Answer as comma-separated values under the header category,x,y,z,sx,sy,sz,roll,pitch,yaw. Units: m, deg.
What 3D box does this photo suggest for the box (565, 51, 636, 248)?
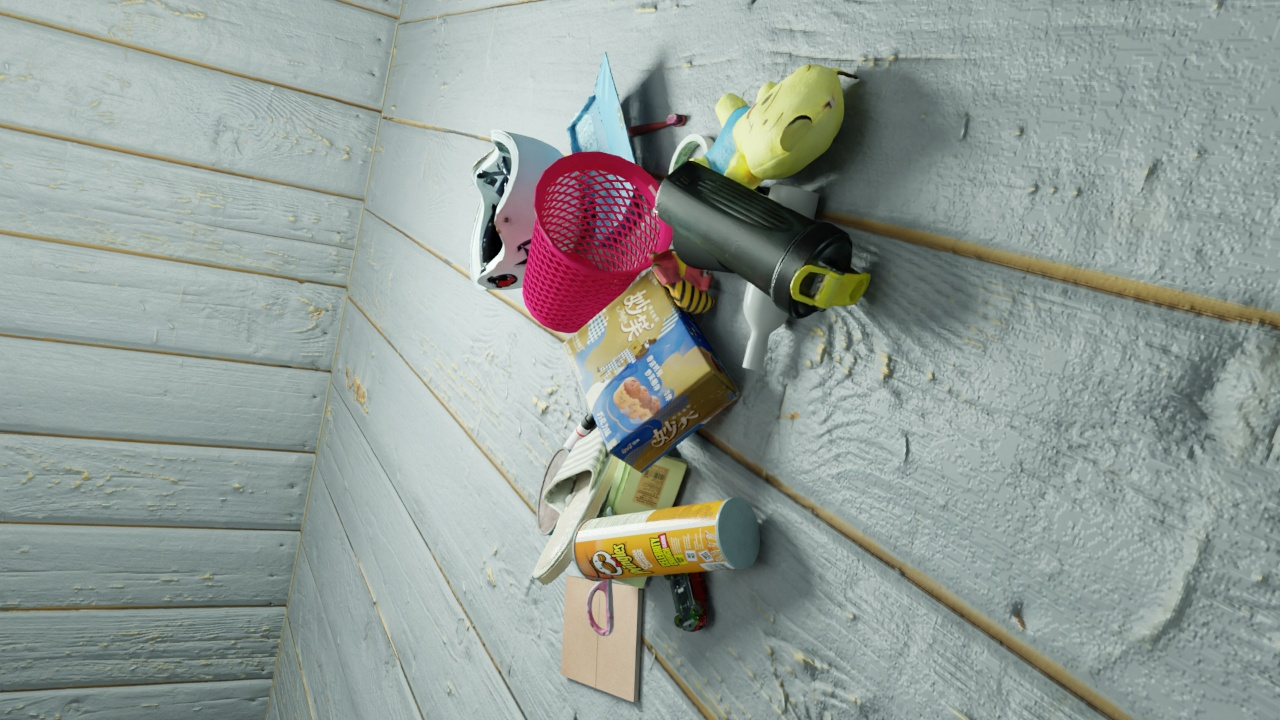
category,x,y,z,sx,sy,sz,roll,pitch,yaw
box,-0.044,-0.304,1.341,0.177,0.047,0.231,131,132,-55

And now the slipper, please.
category,x,y,z,sx,sy,sz,roll,pitch,yaw
slipper,-0.081,0.169,1.188,0.115,0.054,0.271,-36,23,38

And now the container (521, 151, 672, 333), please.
category,x,y,z,sx,sy,sz,roll,pitch,yaw
container,-0.078,-0.142,1.254,0.226,0.183,0.183,127,141,-59

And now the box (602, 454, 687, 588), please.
category,x,y,z,sx,sy,sz,roll,pitch,yaw
box,-0.010,0.188,1.158,0.090,0.077,0.188,45,123,53

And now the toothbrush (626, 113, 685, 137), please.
category,x,y,z,sx,sy,sz,roll,pitch,yaw
toothbrush,0.008,-0.332,1.306,0.190,0.016,0.016,12,94,60

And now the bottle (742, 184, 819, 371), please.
category,x,y,z,sx,sy,sz,roll,pitch,yaw
bottle,0.142,-0.086,0.979,0.052,0.052,0.195,26,105,59

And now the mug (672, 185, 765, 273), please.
category,x,y,z,sx,sy,sz,roll,pitch,yaw
mug,0.101,-0.156,1.058,0.113,0.078,0.088,-56,29,-9

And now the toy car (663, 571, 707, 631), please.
category,x,y,z,sx,sy,sz,roll,pitch,yaw
toy car,0.055,0.267,1.060,0.042,0.036,0.091,-44,46,46

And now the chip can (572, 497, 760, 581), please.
category,x,y,z,sx,sy,sz,roll,pitch,yaw
chip can,0.025,0.204,1.031,0.216,0.075,0.075,-16,68,40

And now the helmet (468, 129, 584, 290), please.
category,x,y,z,sx,sy,sz,roll,pitch,yaw
helmet,-0.181,-0.224,1.462,0.265,0.163,0.236,122,147,-46

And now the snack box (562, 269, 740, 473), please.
category,x,y,z,sx,sy,sz,roll,pitch,yaw
snack box,0.007,0.010,1.114,0.155,0.069,0.202,-39,44,12

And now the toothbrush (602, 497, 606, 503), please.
category,x,y,z,sx,sy,sz,roll,pitch,yaw
toothbrush,-0.096,0.239,1.350,0.181,0.016,0.016,-51,39,43

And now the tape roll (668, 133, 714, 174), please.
category,x,y,z,sx,sy,sz,roll,pitch,yaw
tape roll,0.067,-0.243,1.182,0.094,0.018,0.093,-20,67,57

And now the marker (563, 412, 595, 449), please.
category,x,y,z,sx,sy,sz,roll,pitch,yaw
marker,-0.096,0.117,1.374,0.146,0.019,0.019,-53,40,40

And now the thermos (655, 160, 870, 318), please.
category,x,y,z,sx,sy,sz,roll,pitch,yaw
thermos,0.115,-0.121,0.911,0.221,0.098,0.098,37,118,29

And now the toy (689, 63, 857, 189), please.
category,x,y,z,sx,sy,sz,roll,pitch,yaw
toy,0.140,-0.241,0.977,0.214,0.084,0.148,-9,50,59

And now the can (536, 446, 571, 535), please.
category,x,y,z,sx,sy,sz,roll,pitch,yaw
can,-0.106,0.192,1.324,0.130,0.044,0.130,-165,91,-70

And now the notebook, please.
category,x,y,z,sx,sy,sz,roll,pitch,yaw
notebook,-0.056,0.373,1.254,0.210,0.008,0.141,-14,71,58

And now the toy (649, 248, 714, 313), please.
category,x,y,z,sx,sy,sz,roll,pitch,yaw
toy,0.051,-0.102,1.116,0.046,0.084,0.103,-49,55,35

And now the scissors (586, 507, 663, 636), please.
category,x,y,z,sx,sy,sz,roll,pitch,yaw
scissors,-0.024,0.266,1.140,0.173,0.013,0.170,4,99,27
